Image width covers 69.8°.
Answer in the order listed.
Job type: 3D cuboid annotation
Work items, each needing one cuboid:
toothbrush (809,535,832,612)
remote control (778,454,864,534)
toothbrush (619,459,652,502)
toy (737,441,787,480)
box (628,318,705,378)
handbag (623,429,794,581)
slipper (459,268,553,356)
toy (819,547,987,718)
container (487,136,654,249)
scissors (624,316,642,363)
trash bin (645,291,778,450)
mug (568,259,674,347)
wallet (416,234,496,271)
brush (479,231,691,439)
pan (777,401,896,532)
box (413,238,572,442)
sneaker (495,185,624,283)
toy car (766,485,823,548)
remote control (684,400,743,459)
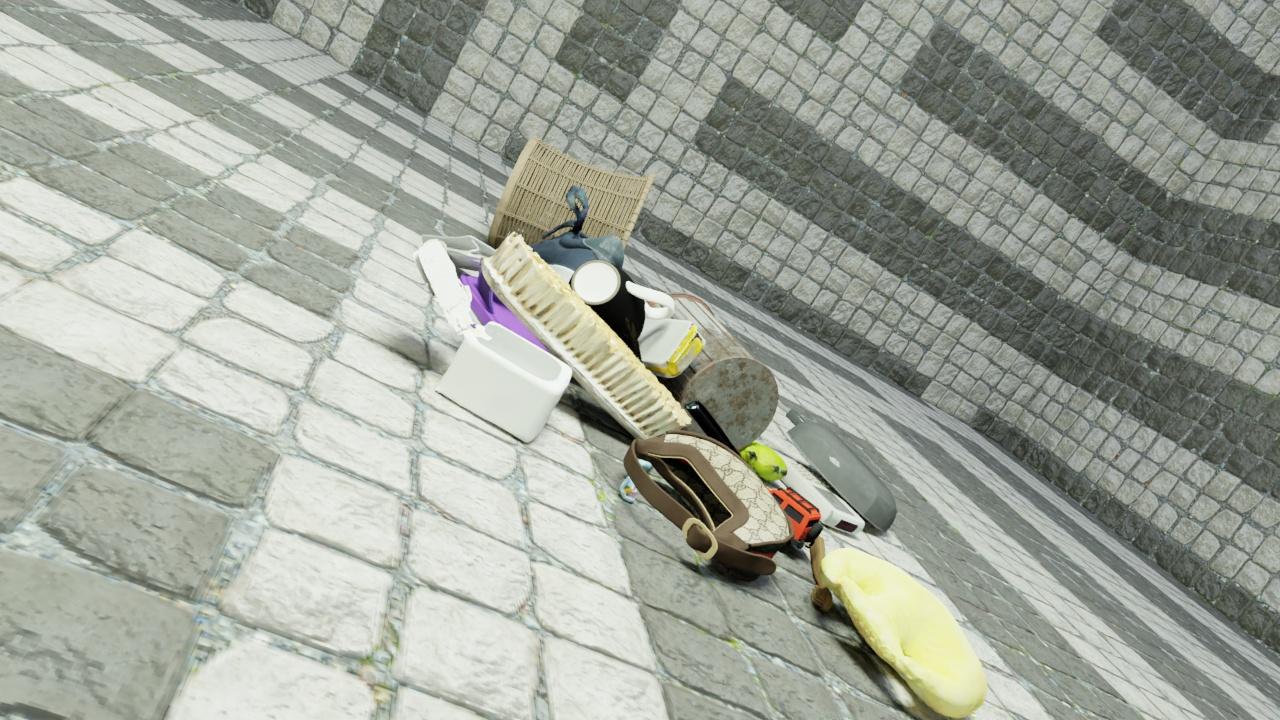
[{"bbox_3d":[0.169,0.198,0.868,0.016,0.016,0.166,33,12,3],"label":"toothbrush"},{"bbox_3d":[0.212,0.161,1.109,0.060,0.025,0.138,24,14,-32],"label":"remote control"},{"bbox_3d":[0.002,0.100,0.846,0.154,0.016,0.022,-39,114,-77],"label":"toothbrush"},{"bbox_3d":[0.141,0.116,1.096,0.094,0.036,0.093,31,4,-40],"label":"toy"},{"bbox_3d":[-0.001,-0.018,1.058,0.033,0.064,0.210,45,-17,-24],"label":"box"},{"bbox_3d":[0.053,0.121,0.783,0.138,0.063,0.166,17,24,-34],"label":"handbag"},{"bbox_3d":[-0.127,-0.058,1.004,0.107,0.084,0.266,26,13,-27],"label":"slipper"},{"bbox_3d":[0.223,0.226,0.767,0.154,0.065,0.170,22,21,-46],"label":"toy"},{"bbox_3d":[-0.113,-0.224,1.442,0.196,0.227,0.226,24,12,-5],"label":"container"},{"bbox_3d":[0.007,0.016,0.995,0.131,0.012,0.170,48,-23,3],"label":"scissors"},{"bbox_3d":[0.065,0.008,1.112,0.130,0.131,0.211,25,14,-29],"label":"trash bin"},{"bbox_3d":[-0.024,-0.062,0.980,0.119,0.084,0.100,-1,-21,6],"label":"mug"},{"bbox_3d":[-0.214,-0.125,1.125,0.086,0.032,0.116,23,-10,-42],"label":"wallet"},{"bbox_3d":[-0.051,-0.013,0.901,0.271,0.057,0.083,47,7,-24],"label":"brush"},{"bbox_3d":[0.213,0.081,1.225,0.357,0.041,0.178,48,9,23],"label":"pan"},{"bbox_3d":[-0.143,-0.012,0.798,0.190,0.083,0.110,47,9,-7],"label":"box"},{"bbox_3d":[-0.105,-0.139,1.179,0.120,0.127,0.295,40,-12,-28],"label":"sneaker"},{"bbox_3d":[0.132,0.146,0.907,0.100,0.049,0.051,37,13,27],"label":"toy car"},{"bbox_3d":[0.100,0.103,0.976,0.152,0.020,0.041,51,0,1],"label":"remote control"}]
